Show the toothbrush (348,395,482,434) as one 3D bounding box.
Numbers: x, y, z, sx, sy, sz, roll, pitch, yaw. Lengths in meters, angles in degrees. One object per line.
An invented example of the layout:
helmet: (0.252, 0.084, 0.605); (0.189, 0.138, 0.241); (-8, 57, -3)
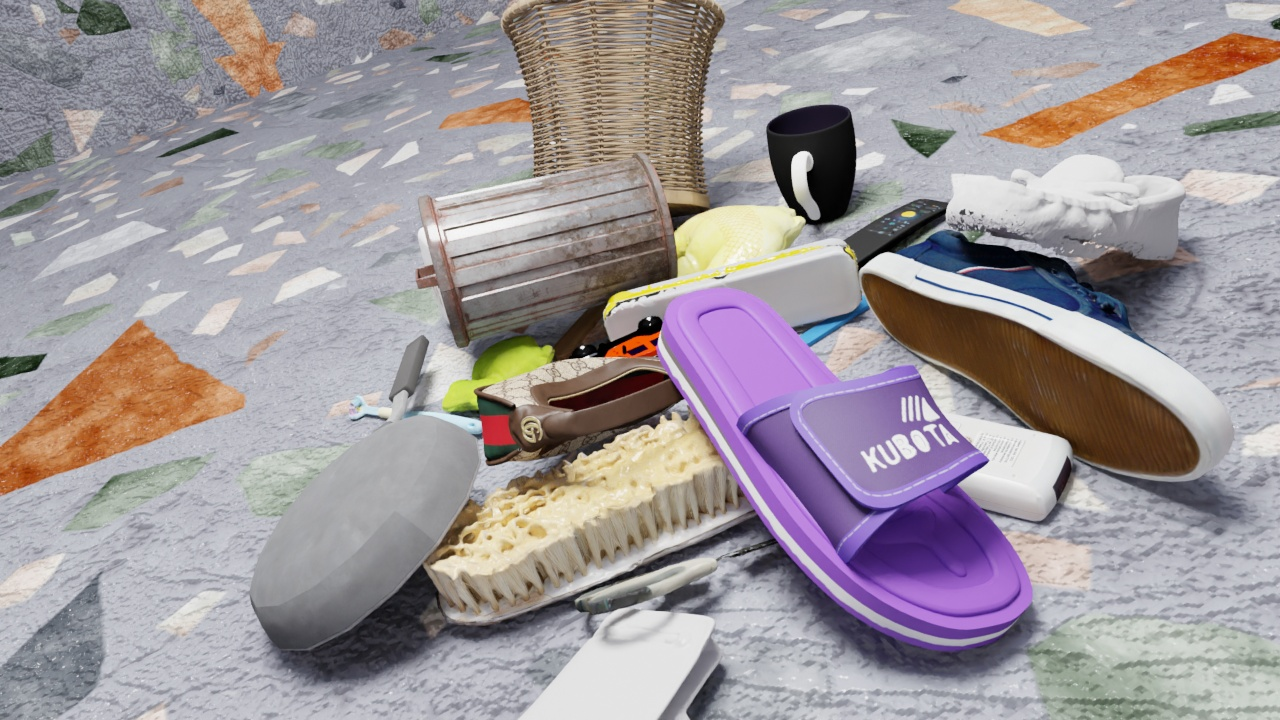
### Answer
toothbrush: (-0.191, 0.048, 0.775); (0.155, 0.016, 0.022); (5, 73, 32)

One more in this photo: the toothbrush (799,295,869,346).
toothbrush: (0.190, -0.054, 0.767); (0.166, 0.014, 0.016); (-31, 34, -23)

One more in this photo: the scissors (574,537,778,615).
scissors: (0.042, 0.117, 0.523); (0.170, 0.012, 0.131); (-18, -7, 12)

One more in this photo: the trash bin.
trash bin: (-0.087, -0.095, 0.786); (0.211, 0.131, 0.130); (-15, 30, -9)

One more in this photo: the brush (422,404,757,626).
brush: (-0.005, 0.088, 0.582); (0.271, 0.057, 0.083); (-21, 30, -9)

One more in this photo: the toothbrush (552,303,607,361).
toothbrush: (-0.032, -0.055, 0.853); (0.016, 0.016, 0.166); (24, 54, 20)

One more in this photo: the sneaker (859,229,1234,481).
sneaker: (0.274, -0.026, 0.598); (0.127, 0.121, 0.294); (-33, 29, -4)

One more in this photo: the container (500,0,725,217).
container: (-0.025, -0.251, 0.944); (0.227, 0.196, 0.227); (-2, 4, 0)

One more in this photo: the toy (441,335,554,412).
toy: (-0.121, 0.013, 0.782); (0.094, 0.036, 0.093); (-8, 36, 26)

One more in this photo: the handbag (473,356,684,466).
handbag: (-0.024, 0.029, 0.620); (0.139, 0.063, 0.166); (-5, 5, 44)

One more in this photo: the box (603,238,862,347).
box: (0.074, -0.048, 0.753); (0.210, 0.064, 0.033); (-13, 34, 10)

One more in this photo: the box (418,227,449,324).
box: (-0.116, -0.098, 0.893); (0.190, 0.111, 0.083); (-14, 32, -4)

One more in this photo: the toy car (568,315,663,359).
toy car: (-0.004, 0.004, 0.725); (0.100, 0.051, 0.049); (-24, 29, -14)

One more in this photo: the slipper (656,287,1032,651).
slipper: (0.106, 0.028, 0.504); (0.107, 0.084, 0.266); (-14, 48, -29)

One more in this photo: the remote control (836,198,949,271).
remote control: (0.229, -0.116, 0.847); (0.151, 0.020, 0.041); (-31, 33, -26)

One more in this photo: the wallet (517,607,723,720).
wallet: (-0.013, 0.177, 0.471); (0.086, 0.032, 0.116); (0, 32, 43)

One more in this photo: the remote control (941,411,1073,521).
remote control: (0.192, 0.058, 0.572); (0.139, 0.025, 0.060); (12, 40, 35)

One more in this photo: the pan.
pan: (-0.192, 0.061, 0.676); (0.179, 0.041, 0.356); (-35, 24, 12)

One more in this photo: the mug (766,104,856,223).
mug: (0.169, -0.183, 0.904); (0.085, 0.100, 0.118); (-1, 33, 22)

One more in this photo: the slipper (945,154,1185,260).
slipper: (0.312, -0.108, 0.653); (0.246, 0.074, 0.112); (-5, 6, -34)

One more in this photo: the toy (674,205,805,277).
toy: (0.077, -0.100, 0.850); (0.155, 0.064, 0.170); (-30, 27, 6)
